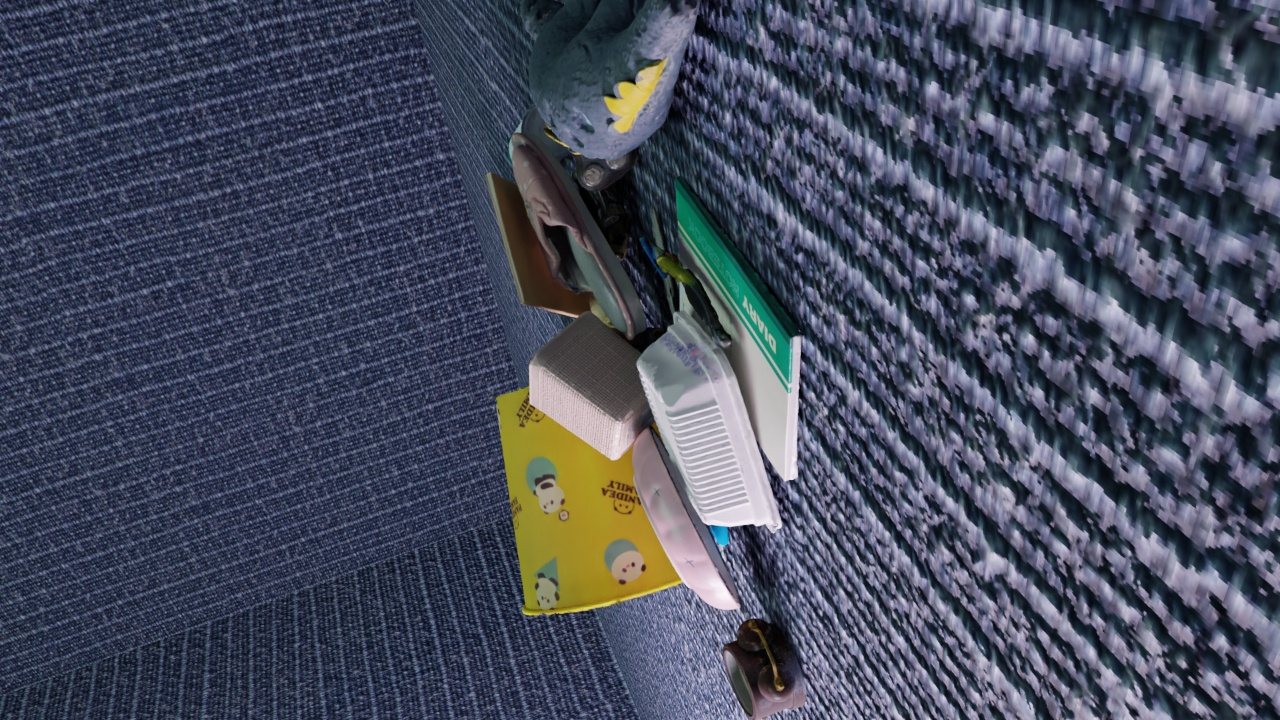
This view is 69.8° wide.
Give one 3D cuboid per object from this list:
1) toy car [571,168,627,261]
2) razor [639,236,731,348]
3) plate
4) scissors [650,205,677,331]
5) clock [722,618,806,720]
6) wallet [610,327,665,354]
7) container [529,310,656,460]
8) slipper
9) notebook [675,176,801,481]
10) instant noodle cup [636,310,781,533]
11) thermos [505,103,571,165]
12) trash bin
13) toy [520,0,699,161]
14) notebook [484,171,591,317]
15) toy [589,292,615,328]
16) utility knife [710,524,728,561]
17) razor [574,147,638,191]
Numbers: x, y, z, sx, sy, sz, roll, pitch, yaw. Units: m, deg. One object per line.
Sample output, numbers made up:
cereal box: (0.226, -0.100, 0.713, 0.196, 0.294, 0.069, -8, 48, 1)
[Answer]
toy car: (-0.039, -0.151, 0.946, 0.070, 0.042, 0.158, 60, 172, 14)
razor: (0.040, -0.055, 0.728, 0.042, 0.022, 0.142, 51, -176, -42)
plate: (0.037, 0.156, 0.883, 0.192, 0.039, 0.192, 62, -178, -5)
scissors: (0.026, -0.058, 0.870, 0.143, 0.014, 0.173, 107, 143, -69)
clock: (0.118, 0.294, 0.875, 0.122, 0.055, 0.082, 90, 159, -53)
wallet: (-0.006, 0.006, 0.961, 0.115, 0.033, 0.090, 7, 124, 52)
container: (-0.040, 0.028, 0.909, 0.111, 0.089, 0.090, 37, 149, 19)
slipper: (-0.077, -0.126, 0.931, 0.274, 0.054, 0.114, 58, 168, 26)
notebook: (0.071, -0.028, 0.709, 0.209, 0.012, 0.151, -119, 16, -44)
instant noodle cup: (0.050, 0.057, 0.768, 0.138, 0.060, 0.173, -126, 16, -65)
thermos: (-0.123, -0.264, 1.126, 0.224, 0.073, 0.073, -158, 50, -76)
trash bin: (-0.057, 0.149, 1.106, 0.230, 0.229, 0.255, 140, 117, -78)
toy: (-0.035, -0.228, 0.703, 0.356, 0.091, 0.138, -132, 38, -59)
notebook: (-0.094, -0.117, 1.035, 0.211, 0.012, 0.149, 11, -121, -64)
toy: (-0.042, -0.070, 1.024, 0.157, 0.066, 0.105, 62, 179, 0)
utility knife: (0.077, 0.154, 0.951, 0.034, 0.018, 0.203, -126, 20, -56)
razor: (-0.051, -0.229, 0.876, 0.067, 0.062, 0.167, 39, -158, -44)
